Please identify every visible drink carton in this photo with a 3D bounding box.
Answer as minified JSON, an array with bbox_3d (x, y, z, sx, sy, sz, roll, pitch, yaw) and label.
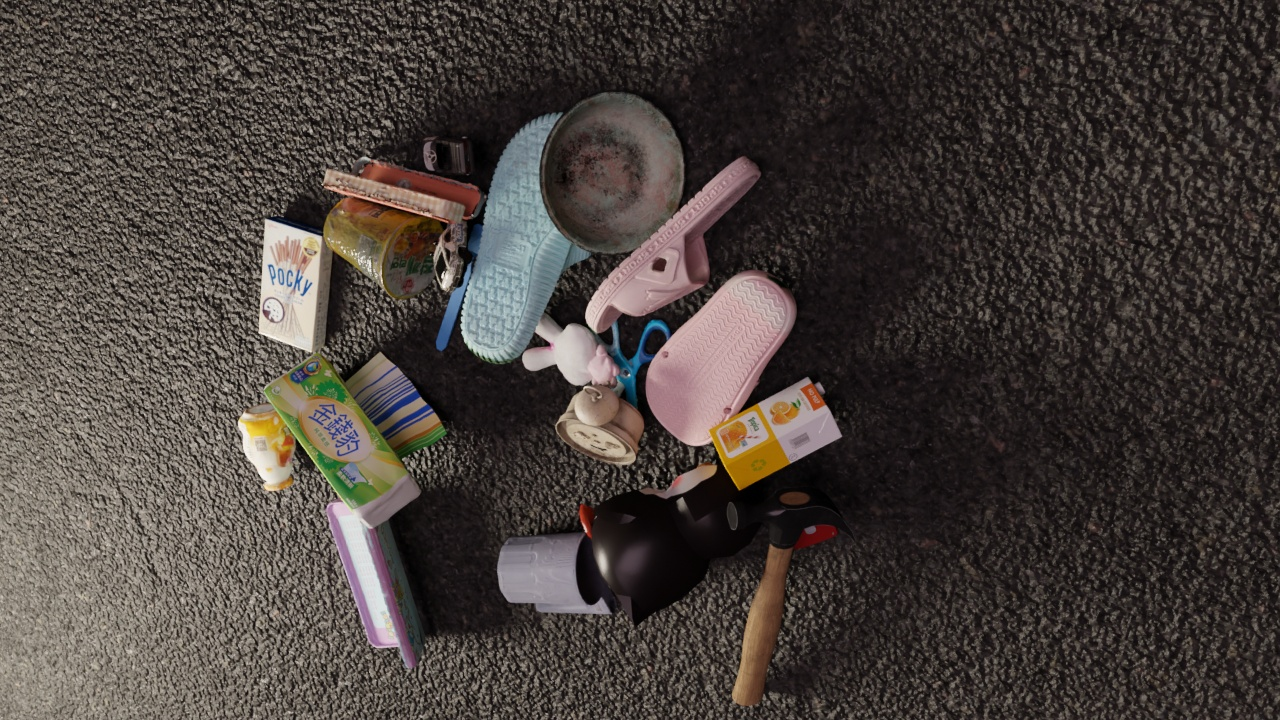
[{"bbox_3d":[0.138,0.072,0.925,0.122,0.058,0.040,-29,127,6],"label":"drink carton"}]

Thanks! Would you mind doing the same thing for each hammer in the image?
[{"bbox_3d":[0.141,0.262,0.982,0.132,0.040,0.306,-4,124,-15],"label":"hammer"}]

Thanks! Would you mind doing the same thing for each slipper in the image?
[{"bbox_3d":[-0.114,-0.128,0.974,0.116,0.069,0.276,22,97,17],"label":"slipper"},{"bbox_3d":[0.039,-0.099,0.915,0.240,0.094,0.064,-44,83,21],"label":"slipper"},{"bbox_3d":[0.080,-0.003,0.949,0.107,0.055,0.222,39,123,7],"label":"slipper"}]

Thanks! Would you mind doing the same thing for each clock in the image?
[{"bbox_3d":[-0.041,0.059,0.982,0.093,0.054,0.141,16,152,15],"label":"clock"}]

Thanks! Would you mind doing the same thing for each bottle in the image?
[{"bbox_3d":[-0.475,0.112,1.178,0.063,0.063,0.109,0,108,19],"label":"bottle"}]

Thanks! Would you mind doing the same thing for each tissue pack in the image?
[{"bbox_3d":[-0.322,0.077,1.084,0.141,0.120,0.197,-37,83,-16],"label":"tissue pack"}]

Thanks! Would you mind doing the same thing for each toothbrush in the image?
[{"bbox_3d":[-0.206,-0.082,1.053,0.016,0.014,0.167,29,117,9],"label":"toothbrush"}]

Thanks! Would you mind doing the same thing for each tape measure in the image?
[{"bbox_3d":[0.176,0.173,0.985,0.059,0.019,0.051,-26,97,24],"label":"tape measure"}]

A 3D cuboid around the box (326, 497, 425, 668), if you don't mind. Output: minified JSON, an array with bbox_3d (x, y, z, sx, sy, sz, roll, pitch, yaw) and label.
[{"bbox_3d":[-0.330,0.279,1.175,0.140,0.062,0.214,2,110,55],"label":"box"}]

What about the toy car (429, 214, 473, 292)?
[{"bbox_3d":[-0.205,-0.123,0.991,0.040,0.112,0.049,13,133,-21],"label":"toy car"}]

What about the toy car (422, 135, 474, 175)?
[{"bbox_3d":[-0.208,-0.219,0.983,0.092,0.037,0.040,18,116,49],"label":"toy car"}]

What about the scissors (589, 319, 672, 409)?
[{"bbox_3d":[-0.005,0.009,1.006,0.113,0.013,0.140,-5,102,23],"label":"scissors"}]

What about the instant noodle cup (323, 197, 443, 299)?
[{"bbox_3d":[-0.290,-0.133,1.028,0.108,0.102,0.102,26,113,22],"label":"instant noodle cup"}]

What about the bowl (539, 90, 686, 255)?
[{"bbox_3d":[-0.032,-0.185,0.908,0.038,0.157,0.157,29,123,59],"label":"bowl"}]

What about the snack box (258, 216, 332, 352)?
[{"bbox_3d":[-0.420,-0.093,1.117,0.082,0.026,0.150,18,111,15],"label":"snack box"}]

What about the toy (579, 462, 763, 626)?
[{"bbox_3d":[0.048,0.185,0.972,0.184,0.140,0.159,-32,130,14],"label":"toy"}]

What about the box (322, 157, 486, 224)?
[{"bbox_3d":[-0.258,-0.186,0.991,0.187,0.076,0.055,17,143,25],"label":"box"}]

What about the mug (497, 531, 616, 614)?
[{"bbox_3d":[-0.096,0.258,1.083,0.104,0.083,0.124,-6,130,22],"label":"mug"}]

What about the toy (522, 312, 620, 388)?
[{"bbox_3d":[-0.073,-0.007,1.010,0.125,0.037,0.076,20,119,24],"label":"toy"}]
